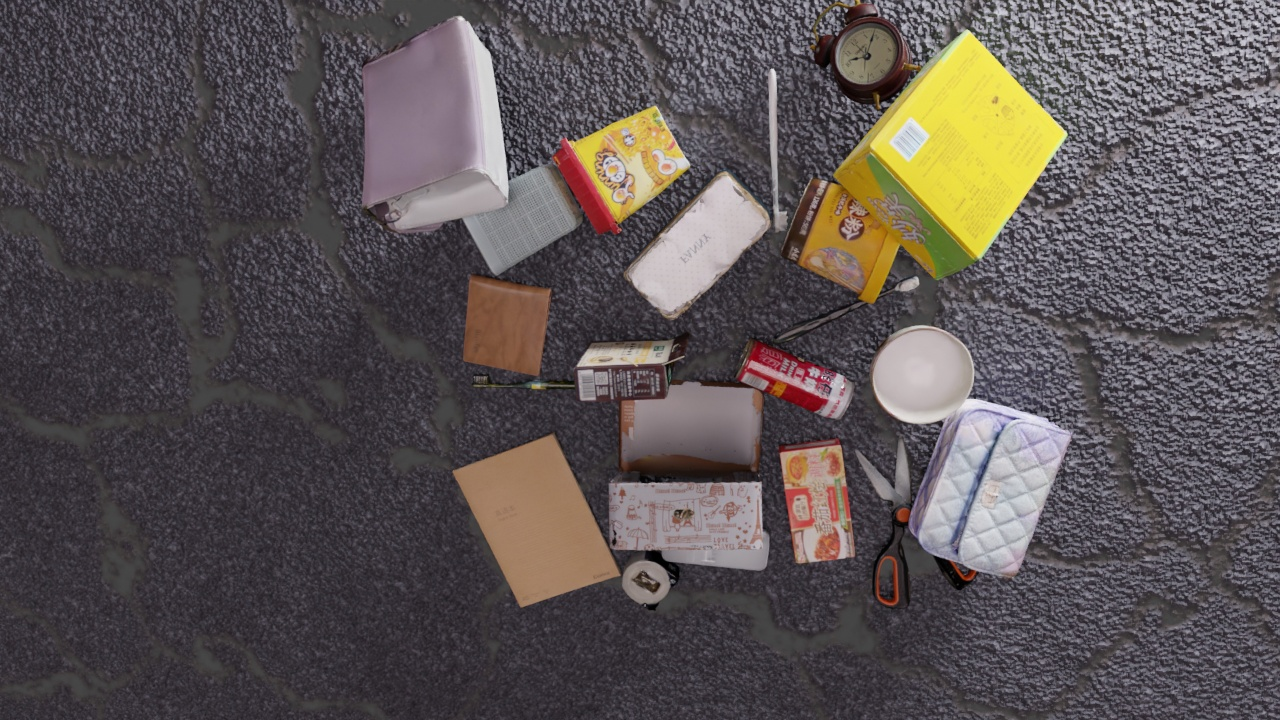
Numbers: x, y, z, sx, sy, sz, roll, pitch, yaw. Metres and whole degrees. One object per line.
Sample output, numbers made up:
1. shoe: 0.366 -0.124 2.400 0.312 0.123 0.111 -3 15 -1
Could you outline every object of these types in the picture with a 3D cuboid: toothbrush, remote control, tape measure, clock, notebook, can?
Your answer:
1. toothbrush: 0.154 -0.234 1.033 0.016 0.016 0.180 -6 106 -1
2. remote control: 0.095 0.235 1.169 0.136 0.020 0.056 5 107 5
3. toothbrush: 0.239 -0.058 1.073 0.181 0.018 0.015 -23 105 14
4. tape measure: 0.009 0.281 1.186 0.066 0.033 0.066 33 105 -4
5. toothbrush: -0.119 0.027 1.140 0.186 0.012 0.017 1 98 6
6. clock: 0.234 -0.326 0.970 0.082 0.055 0.122 -43 78 18
7. notebook: -0.135 0.212 1.195 0.150 0.012 0.211 -21 102 13
8. can: 0.181 0.023 1.082 0.133 0.053 0.053 23 107 0

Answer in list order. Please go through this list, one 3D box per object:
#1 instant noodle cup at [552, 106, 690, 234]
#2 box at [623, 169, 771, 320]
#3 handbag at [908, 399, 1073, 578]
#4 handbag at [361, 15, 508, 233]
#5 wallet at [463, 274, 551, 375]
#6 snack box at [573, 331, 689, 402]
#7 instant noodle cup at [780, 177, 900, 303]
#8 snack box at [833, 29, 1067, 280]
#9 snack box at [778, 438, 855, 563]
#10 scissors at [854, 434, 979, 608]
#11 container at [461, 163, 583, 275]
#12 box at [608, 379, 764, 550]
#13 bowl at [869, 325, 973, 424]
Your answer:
1. instant noodle cup: -0.019 -0.213 1.015 0.123 0.116 0.116 -31 100 1
2. box: 0.070 -0.137 1.049 0.184 0.059 0.090 -42 98 13
3. handbag: 0.406 0.150 1.073 0.134 0.075 0.194 15 102 -1
4. handbag: -0.226 -0.248 0.991 0.145 0.098 0.196 -12 69 9
5. wallet: -0.164 -0.042 1.123 0.101 0.020 0.115 11 109 5
6. snack box: -0.006 0.006 1.068 0.126 0.113 0.053 -1 106 7
7. instant noodle cup: 0.223 -0.137 1.005 0.114 0.118 0.119 23 107 9
8. snack box: 0.318 -0.209 0.936 0.157 0.070 0.209 43 66 -6
9. snack box: 0.218 0.175 1.135 0.075 0.025 0.153 -8 105 8
10. scissors: 0.338 0.206 1.137 0.211 0.021 0.222 14 101 -1
11. container: -0.133 -0.166 1.048 0.111 0.089 0.090 -26 102 10
12. box: 0.058 0.114 1.083 0.183 0.156 0.193 0 91 4
13. bowl: 0.319 0.010 1.058 0.113 0.062 0.113 2 107 6
